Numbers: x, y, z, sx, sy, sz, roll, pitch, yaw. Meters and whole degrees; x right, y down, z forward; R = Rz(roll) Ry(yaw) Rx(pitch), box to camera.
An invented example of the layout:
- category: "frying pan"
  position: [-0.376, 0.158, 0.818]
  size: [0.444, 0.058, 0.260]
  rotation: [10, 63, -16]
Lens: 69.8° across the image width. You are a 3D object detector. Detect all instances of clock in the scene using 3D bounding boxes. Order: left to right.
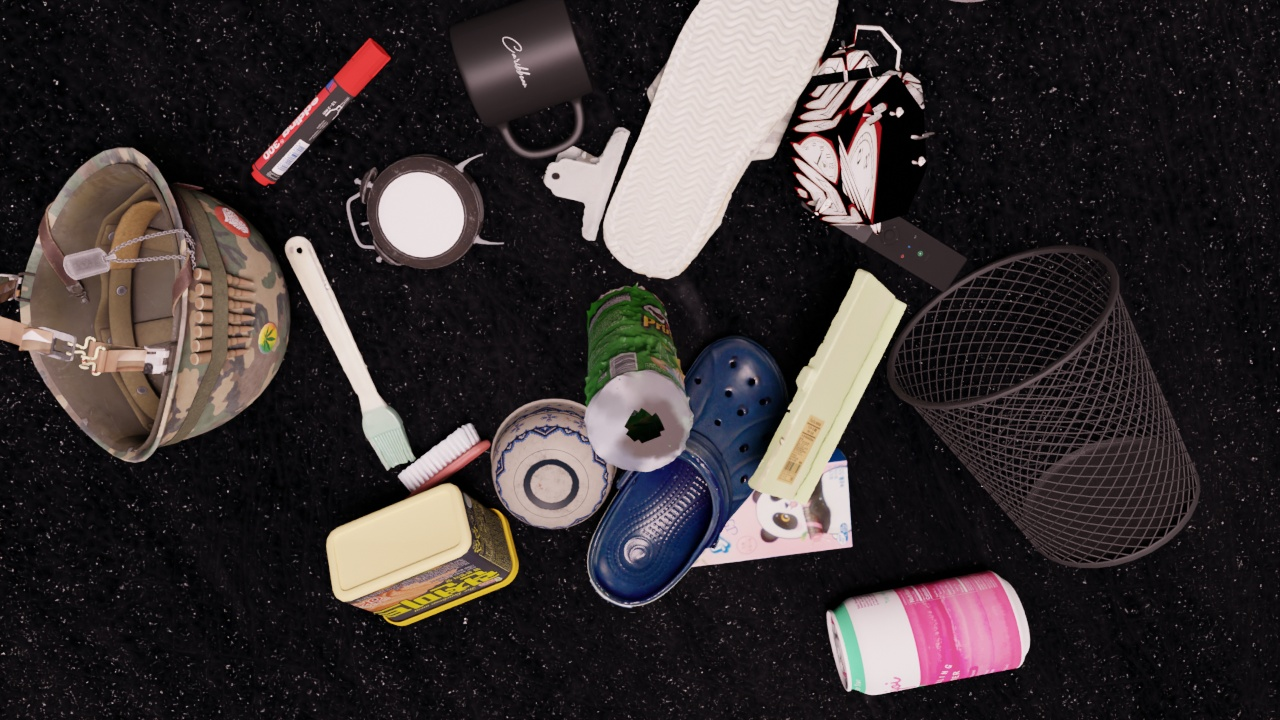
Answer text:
- category: "clock"
  position: [-0.179, -0.119, 0.742]
  size: [0.123, 0.043, 0.091]
  rotation: [-11, 107, 1]
- category: "clock"
  position: [0.178, -0.180, 0.703]
  size: [0.114, 0.065, 0.154]
  rotation: [7, 92, -40]

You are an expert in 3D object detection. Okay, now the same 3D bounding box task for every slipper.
- category: "slipper"
  position: [0.044, 0.097, 0.765]
  size: [0.105, 0.095, 0.252]
  rotation: [32, 89, 7]
- category: "slipper"
  position: [0.059, -0.192, 0.724]
  size: [0.114, 0.054, 0.273]
  rotation: [30, 99, -7]

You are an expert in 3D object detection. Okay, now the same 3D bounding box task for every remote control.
- category: "remote control"
  position: [0.206, -0.109, 0.775]
  size: [0.150, 0.013, 0.034]
  rotation: [29, 104, -10]

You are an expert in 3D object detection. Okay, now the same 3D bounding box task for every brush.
- category: "brush"
  position: [-0.252, -0.005, 0.792]
  size: [0.033, 0.012, 0.218]
  rotation: [-20, 105, 4]
- category: "brush"
  position: [-0.207, 0.114, 0.819]
  size: [0.172, 0.041, 0.030]
  rotation: [-38, 87, 11]

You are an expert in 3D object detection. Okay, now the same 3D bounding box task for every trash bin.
- category: "trash bin"
  position: [0.337, 0.047, 0.749]
  size: [0.184, 0.184, 0.210]
  rotation: [-37, 110, 8]

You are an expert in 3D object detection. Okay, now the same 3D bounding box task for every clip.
- category: "clip"
  position: [-0.047, -0.150, 0.741]
  size: [0.054, 0.040, 0.102]
  rotation: [19, 125, -4]

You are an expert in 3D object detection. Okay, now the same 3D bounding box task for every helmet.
- category: "helmet"
  position: [-0.373, -0.038, 0.664]
  size: [0.193, 0.235, 0.225]
  rotation: [20, 120, 26]

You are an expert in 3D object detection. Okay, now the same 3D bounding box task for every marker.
- category: "marker"
  position: [-0.255, -0.195, 0.727]
  size: [0.145, 0.023, 0.021]
  rotation: [-43, 111, 10]

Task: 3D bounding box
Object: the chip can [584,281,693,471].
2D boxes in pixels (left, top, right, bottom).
- category: "chip can"
  position: [-0.005, 0.005, 0.693]
  size: [0.075, 0.223, 0.075]
  rotation: [-1, 110, -3]

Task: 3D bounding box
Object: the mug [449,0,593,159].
- category: "mug"
  position: [-0.084, -0.212, 0.701]
  size: [0.088, 0.078, 0.113]
  rotation: [-18, 111, 3]

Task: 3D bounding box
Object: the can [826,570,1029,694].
- category: "can"
  position: [0.263, 0.252, 0.848]
  size: [0.166, 0.088, 0.088]
  rotation: [-11, 107, 1]

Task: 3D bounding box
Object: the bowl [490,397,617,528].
- category: "bowl"
  position: [-0.077, 0.097, 0.804]
  size: [0.115, 0.059, 0.115]
  rotation: [-1, 107, -2]

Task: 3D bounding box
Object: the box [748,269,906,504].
- category: "box"
  position: [0.154, 0.027, 0.741]
  size: [0.048, 0.140, 0.188]
  rotation: [27, 91, 21]

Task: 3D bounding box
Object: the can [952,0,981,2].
- category: "can"
  position: [0.261, -0.341, 0.691]
  size: [0.130, 0.044, 0.130]
  rotation: [-1, 107, -2]

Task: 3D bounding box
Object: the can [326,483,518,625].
- category: "can"
  position: [-0.187, 0.167, 0.789]
  size: [0.131, 0.072, 0.101]
  rotation: [-22, 151, 5]

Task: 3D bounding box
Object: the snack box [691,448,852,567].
- category: "snack box"
  position: [0.112, 0.134, 0.836]
  size: [0.154, 0.033, 0.088]
  rotation: [-7, 105, 0]
